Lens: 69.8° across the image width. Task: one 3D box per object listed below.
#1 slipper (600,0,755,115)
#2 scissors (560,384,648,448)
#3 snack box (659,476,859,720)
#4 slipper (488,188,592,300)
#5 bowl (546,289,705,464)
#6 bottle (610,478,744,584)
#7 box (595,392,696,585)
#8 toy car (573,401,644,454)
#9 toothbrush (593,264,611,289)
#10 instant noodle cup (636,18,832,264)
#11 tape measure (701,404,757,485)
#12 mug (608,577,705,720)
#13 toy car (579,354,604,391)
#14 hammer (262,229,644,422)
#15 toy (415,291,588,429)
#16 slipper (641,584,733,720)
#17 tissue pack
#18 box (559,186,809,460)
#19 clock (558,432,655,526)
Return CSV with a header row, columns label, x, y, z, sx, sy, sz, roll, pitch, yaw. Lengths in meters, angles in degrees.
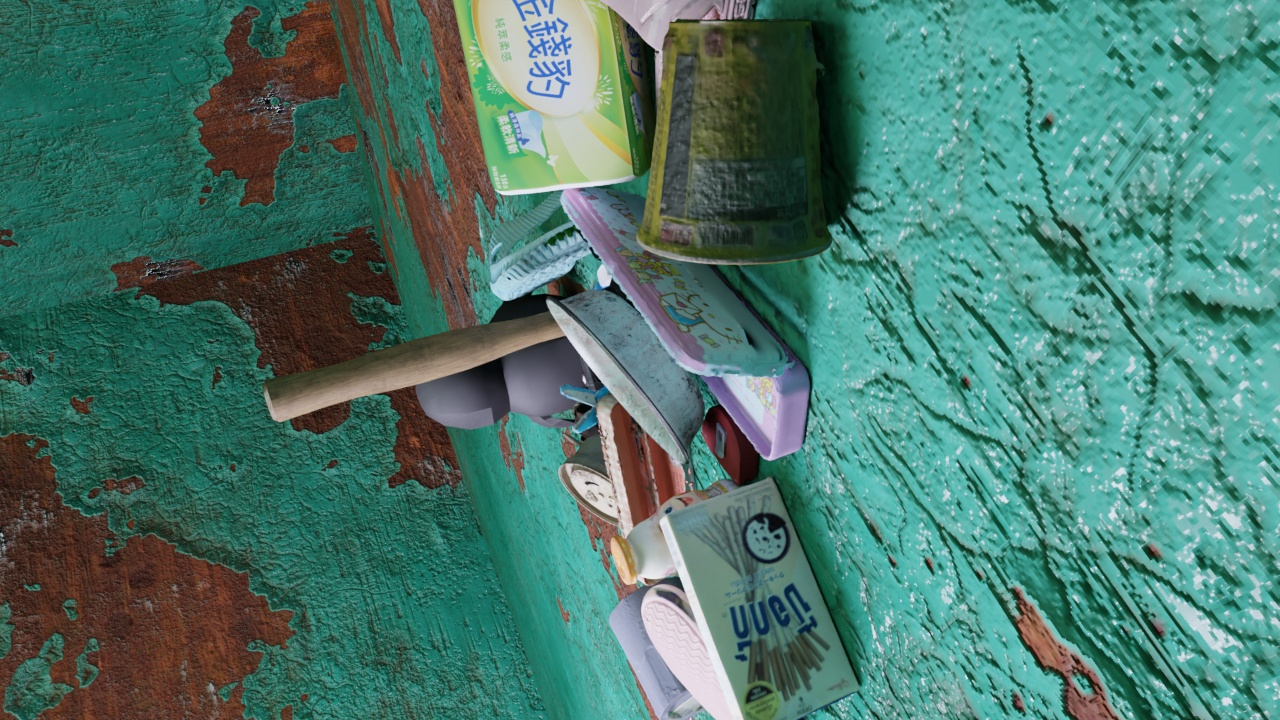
label,x,y,z,sx,sy,sz,roll,pitch,yaw
slipper,0.015,-0.194,0.502,0.094,0.064,0.240,-124,23,-44
scissors,-0.025,0.048,0.804,0.113,0.013,0.140,64,-154,-9
snack box,0.077,0.161,0.608,0.026,0.081,0.150,120,131,-69
slipper,-0.095,-0.106,0.844,0.069,0.116,0.276,61,167,-4
bowl,-0.004,0.004,0.668,0.157,0.038,0.157,49,172,9
bottle,0.034,0.127,0.662,0.063,0.108,0.063,163,90,-73
box,0.010,0.112,0.786,0.054,0.076,0.187,-63,-35,-63
toy car,-0.025,0.073,0.919,0.113,0.040,0.048,27,134,42
toothbrush,-0.043,-0.064,0.880,0.167,0.014,0.016,140,112,-72
instant noodle cup,0.046,-0.110,0.451,0.102,0.102,0.108,-139,44,-59
tape measure,0.062,0.054,0.658,0.059,0.019,0.051,-126,25,-46
mug,0.036,0.277,0.866,0.104,0.084,0.124,58,-179,36
toy car,-0.038,-0.008,0.866,0.037,0.040,0.092,-177,73,-72
hammer,-0.133,-0.014,0.713,0.132,0.305,0.040,91,155,-44
toy,-0.143,0.007,0.958,0.140,0.184,0.159,135,116,-72
slipper,0.069,0.241,0.694,0.107,0.055,0.222,29,155,45
tissue pack,-0.048,-0.223,0.620,0.141,0.120,0.198,-58,-32,-63
box,0.031,-0.038,0.600,0.140,0.062,0.214,42,-171,-44
clock,-0.014,0.122,0.864,0.093,0.054,0.141,-3,133,48
